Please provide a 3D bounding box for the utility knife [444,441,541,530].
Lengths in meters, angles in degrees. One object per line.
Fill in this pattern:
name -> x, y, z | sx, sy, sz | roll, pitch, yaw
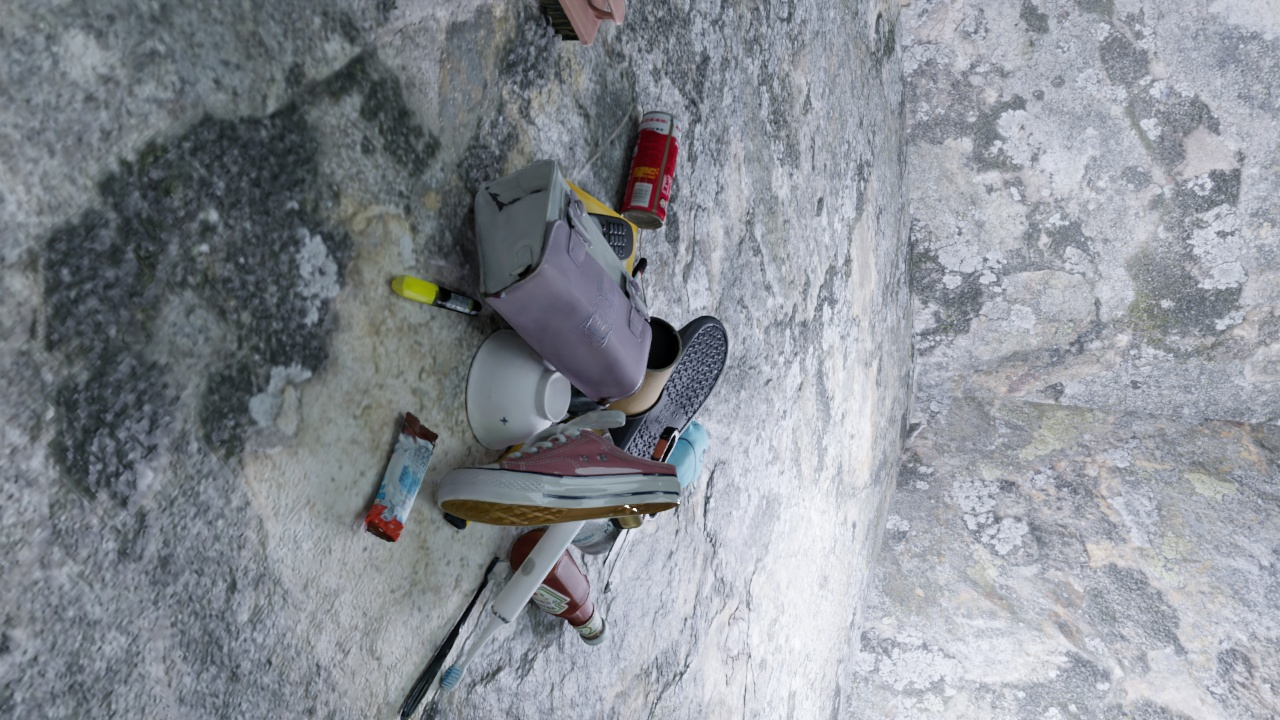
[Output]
utility knife -> -0.134, 0.108, 0.894 | 0.177, 0.015, 0.033 | -47, 135, -53

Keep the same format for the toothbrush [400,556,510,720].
toothbrush -> -0.170, 0.254, 0.849 | 0.180, 0.018, 0.016 | -58, 147, -42

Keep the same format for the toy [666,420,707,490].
toy -> 0.052, 0.116, 1.262 | 0.161, 0.050, 0.156 | -34, 123, -54

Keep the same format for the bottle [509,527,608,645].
bottle -> -0.080, 0.254, 0.994 | 0.206, 0.060, 0.059 | 67, 37, -47

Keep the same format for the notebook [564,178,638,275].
notebook -> -0.063, -0.107, 0.990 | 0.206, 0.010, 0.145 | 21, 76, -60

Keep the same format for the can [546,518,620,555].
can -> -0.072, 0.163, 0.989 | 0.147, 0.058, 0.058 | 54, 47, -55

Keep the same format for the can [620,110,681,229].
can -> 0.014, -0.228, 1.100 | 0.053, 0.053, 0.132 | 36, 63, -62

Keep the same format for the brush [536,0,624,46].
brush -> -0.069, -0.373, 0.868 | 0.145, 0.073, 0.063 | 53, 48, -53

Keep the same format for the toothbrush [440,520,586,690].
toothbrush -> -0.116, 0.220, 0.881 | 0.220, 0.027, 0.026 | -53, 130, -18

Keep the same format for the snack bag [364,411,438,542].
snack bag -> -0.194, 0.097, 0.748 | 0.045, 0.026, 0.105 | 48, 51, -47

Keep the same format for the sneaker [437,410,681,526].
sneaker -> -0.072, 0.100, 0.850 | 0.240, 0.119, 0.087 | 3, 67, -30

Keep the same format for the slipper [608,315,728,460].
slipper -> 0.011, 0.048, 1.139 | 0.267, 0.083, 0.111 | -56, 143, -14

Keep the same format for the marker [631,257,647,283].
marker -> -0.016, -0.086, 1.112 | 0.123, 0.015, 0.018 | -61, 142, -43

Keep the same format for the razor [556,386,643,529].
razor -> -0.041, 0.103, 0.981 | 0.167, 0.068, 0.062 | 65, 22, 4

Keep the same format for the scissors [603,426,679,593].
scissors -> 0.004, 0.169, 1.071 | 0.224, 0.015, 0.189 | 7, 99, -75

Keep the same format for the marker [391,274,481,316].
marker -> -0.171, -0.054, 0.784 | 0.124, 0.015, 0.018 | 17, 80, -68

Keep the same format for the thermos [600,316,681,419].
thermos -> -0.006, 0.006, 0.993 | 0.143, 0.093, 0.093 | 126, -19, -66

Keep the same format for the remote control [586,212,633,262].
remote control -> -0.049, -0.129, 0.973 | 0.136, 0.024, 0.053 | -7, 100, -59

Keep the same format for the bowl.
bowl -> -0.106, 0.031, 0.880 | 0.118, 0.065, 0.118 | 5, 90, -66

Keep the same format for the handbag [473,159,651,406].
handbag -> -0.065, -0.066, 0.846 | 0.197, 0.099, 0.144 | 51, 28, -47
